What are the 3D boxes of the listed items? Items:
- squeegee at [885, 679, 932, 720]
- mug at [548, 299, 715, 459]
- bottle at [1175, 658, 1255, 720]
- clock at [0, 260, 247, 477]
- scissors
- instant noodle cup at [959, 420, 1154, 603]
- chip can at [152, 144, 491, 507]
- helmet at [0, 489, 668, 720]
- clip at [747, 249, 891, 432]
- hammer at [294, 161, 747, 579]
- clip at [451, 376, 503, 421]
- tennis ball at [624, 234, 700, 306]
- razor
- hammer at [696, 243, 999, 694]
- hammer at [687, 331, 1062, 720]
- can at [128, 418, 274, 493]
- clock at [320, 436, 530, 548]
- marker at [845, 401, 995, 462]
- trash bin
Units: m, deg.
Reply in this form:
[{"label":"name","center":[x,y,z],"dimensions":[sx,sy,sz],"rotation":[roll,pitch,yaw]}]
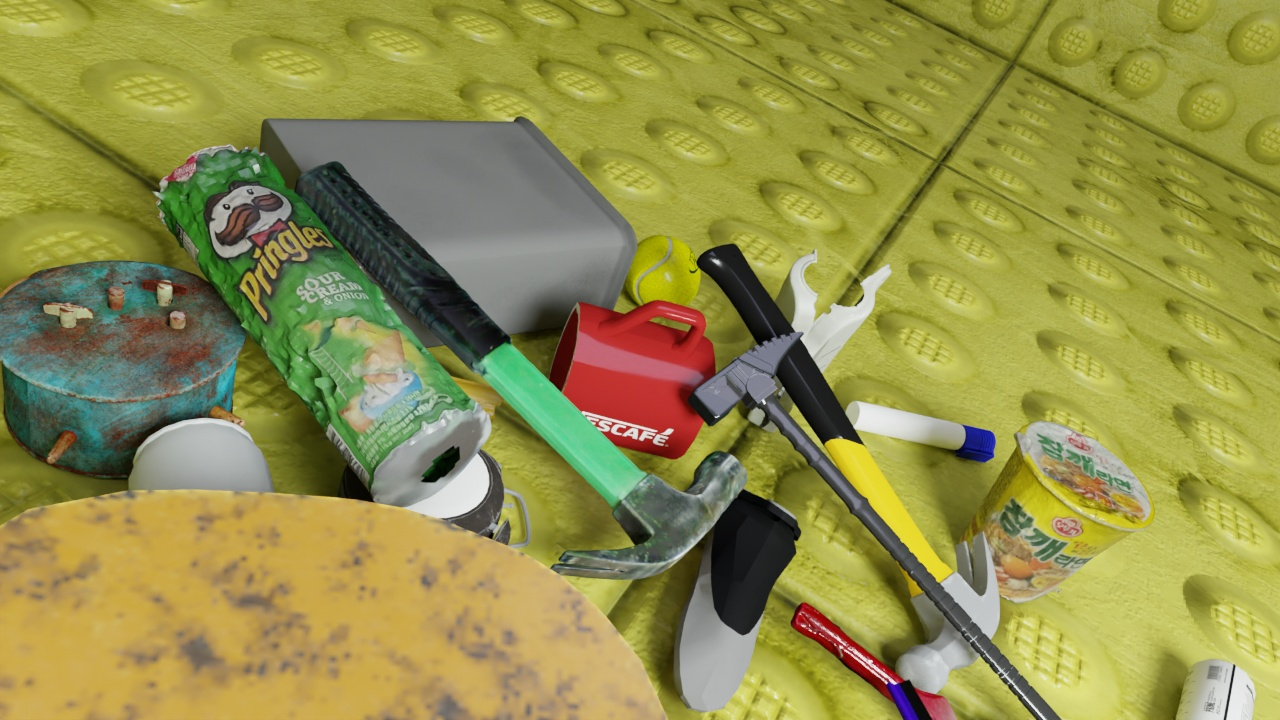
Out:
[{"label":"squeegee","center":[0.063,0.229,0.386],"dimensions":[0.185,0.055,0.249],"rotation":[-6,14,-1]},{"label":"mug","center":[-0.004,0.004,0.621],"dimensions":[0.096,0.117,0.080],"rotation":[15,41,-13]},{"label":"bottle","center":[0.369,0.241,0.593],"dimensions":[0.041,0.041,0.115],"rotation":[38,37,20]},{"label":"clock","center":[-0.293,-0.014,0.513],"dimensions":[0.121,0.073,0.157],"rotation":[-12,47,-40]},{"label":"scissors","center":[0.146,0.222,0.496],"dimensions":[0.199,0.015,0.178],"rotation":[42,48,7]},{"label":"instant noodle cup","center":[0.285,0.113,0.653],"dimensions":[0.102,0.108,0.102],"rotation":[16,36,-12]},{"label":"chip can","center":[-0.173,-0.022,0.496],"dimensions":[0.223,0.076,0.075],"rotation":[46,40,19]},{"label":"helmet","center":[-0.125,0.163,0.325],"dimensions":[0.255,0.132,0.204],"rotation":[17,35,-10]},{"label":"clip","center":[0.120,-0.018,0.730],"dimensions":[0.150,0.127,0.110],"rotation":[-35,72,-25]},{"label":"hammer","center":[-0.086,-0.001,0.542],"dimensions":[0.319,0.032,0.129],"rotation":[45,51,6]},{"label":"clip","center":[-0.118,0.031,0.597],"dimensions":[0.054,0.046,0.048],"rotation":[16,11,-14]},{"label":"tennis ball","center":[0.018,-0.073,0.780],"dimensions":[0.065,0.066,0.065],"rotation":[16,36,-12]},{"label":"razor","center":[0.054,0.137,0.536],"dimensions":[0.057,0.060,0.155],"rotation":[35,49,-3]},{"label":"hammer","center":[0.137,0.054,0.628],"dimensions":[0.126,0.029,0.323],"rotation":[-17,71,-42]},{"label":"hammer","center":[0.168,0.118,0.565],"dimensions":[0.094,0.015,0.325],"rotation":[-34,76,-28]},{"label":"can","center":[-0.207,0.083,0.442],"dimensions":[0.064,0.064,0.127],"rotation":[-3,43,-33]},{"label":"clock","center":[-0.118,0.076,0.522],"dimensions":[0.122,0.044,0.091],"rotation":[7,38,-23]},{"label":"marker","center":[0.236,0.060,0.771],"dimensions":[0.133,0.023,0.027],"rotation":[12,58,-16]},{"label":"trash bin","center":[-0.148,-0.102,0.695],"dimensions":[0.219,0.098,0.192],"rotation":[-11,48,-38]}]
